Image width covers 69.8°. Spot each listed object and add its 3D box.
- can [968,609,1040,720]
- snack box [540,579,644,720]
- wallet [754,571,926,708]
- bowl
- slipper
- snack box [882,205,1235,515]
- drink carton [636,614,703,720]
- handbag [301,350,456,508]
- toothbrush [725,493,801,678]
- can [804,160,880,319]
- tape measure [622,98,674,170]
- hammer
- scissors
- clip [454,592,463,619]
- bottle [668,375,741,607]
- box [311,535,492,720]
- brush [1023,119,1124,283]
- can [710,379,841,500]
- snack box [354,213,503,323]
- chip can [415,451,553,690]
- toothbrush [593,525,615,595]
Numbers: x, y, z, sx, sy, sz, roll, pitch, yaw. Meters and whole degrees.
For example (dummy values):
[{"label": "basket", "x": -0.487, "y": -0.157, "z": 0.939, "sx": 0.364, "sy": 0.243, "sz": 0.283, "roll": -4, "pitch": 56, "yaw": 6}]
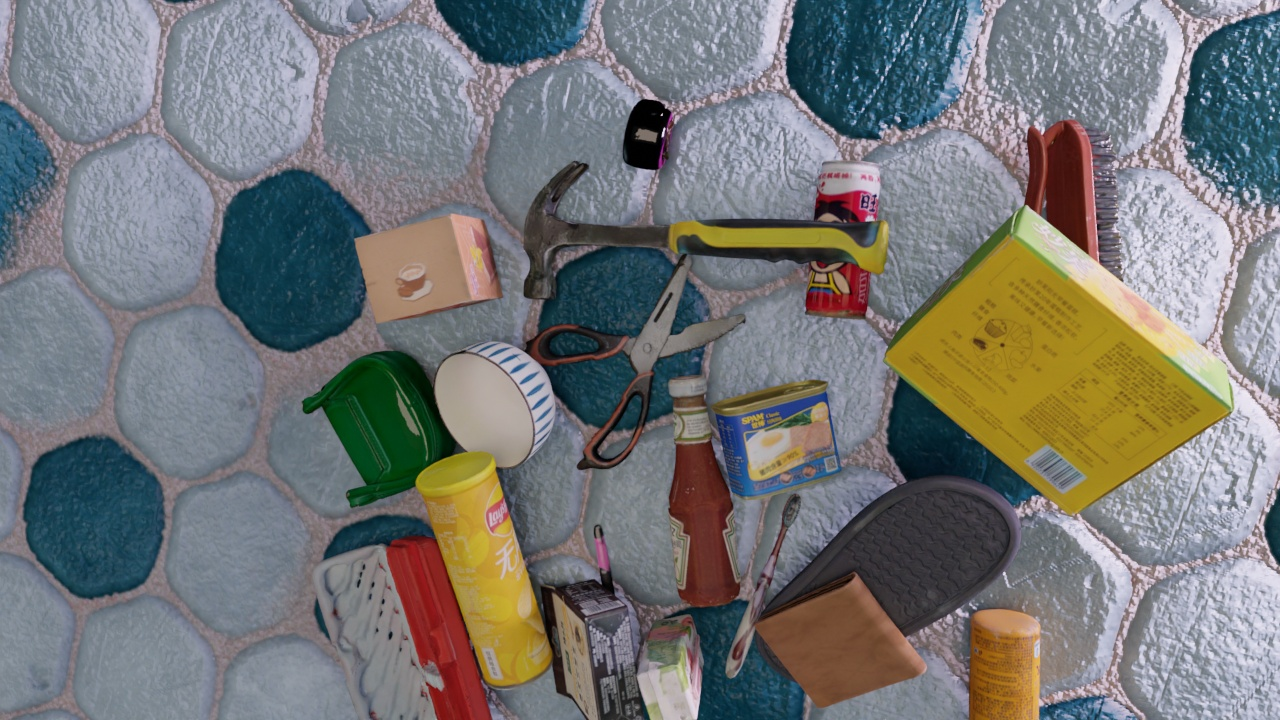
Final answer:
[{"label": "can", "x": 0.320, "y": 0.297, "z": 0.809, "sx": 0.058, "sy": 0.058, "sz": 0.146, "roll": -1, "pitch": 96, "yaw": 8}, {"label": "snack box", "x": -0.045, "y": 0.268, "z": 0.841, "sx": 0.053, "sy": 0.126, "sz": 0.113, "roll": -9, "pitch": 95, "yaw": -18}, {"label": "wallet", "x": 0.170, "y": 0.245, "z": 0.794, "sx": 0.116, "sy": 0.020, "sz": 0.101, "roll": -35, "pitch": 93, "yaw": 34}, {"label": "bowl", "x": -0.123, "y": 0.033, "z": 0.834, "sx": 0.116, "sy": 0.066, "sz": 0.117, "roll": 17, "pitch": 123, "yaw": 28}, {"label": "slipper", "x": 0.209, "y": 0.184, "z": 0.811, "sx": 0.110, "sy": 0.083, "sz": 0.269, "roll": 45, "pitch": 118, "yaw": 4}, {"label": "snack box", "x": 0.330, "y": 0.003, "z": 0.741, "sx": 0.210, "sy": 0.069, "sz": 0.158, "roll": 40, "pitch": 129, "yaw": 3}, {"label": "drink carton", "x": 0.030, "y": 0.273, "z": 0.816, "sx": 0.045, "sy": 0.122, "sz": 0.053, "roll": -17, "pitch": 92, "yaw": 8}, {"label": "handbag", "x": -0.247, "y": 0.063, "z": 0.863, "sx": 0.120, "sy": 0.068, "sz": 0.131, "roll": -30, "pitch": 90, "yaw": 11}, {"label": "toothbrush", "x": 0.114, "y": 0.211, "z": 0.851, "sx": 0.016, "sy": 0.017, "sz": 0.187, "roll": 20, "pitch": 97, "yaw": 6}, {"label": "can", "x": 0.175, "y": -0.103, "z": 0.794, "sx": 0.053, "sy": 0.053, "sz": 0.133, "roll": 6, "pitch": 96, "yaw": 7}, {"label": "tape measure", "x": 0.009, "y": -0.197, "z": 0.807, "sx": 0.039, "sy": 0.057, "sz": 0.058, "roll": 14, "pitch": 89, "yaw": 5}, {"label": "hammer", "x": 0.047, "y": -0.109, "z": 0.794, "sx": 0.324, "sy": 0.031, "sz": 0.126, "roll": 4, "pitch": 95, "yaw": 20}, {"label": "scissors", "x": -0.009, "y": 0.004, "z": 0.850, "sx": 0.226, "sy": 0.015, "sz": 0.189, "roll": -7, "pitch": 94, "yaw": 9}, {"label": "clip", "x": -0.162, "y": 0.222, "z": 0.892, "sx": 0.027, "sy": 0.043, "sz": 0.058, "roll": 40, "pitch": 95, "yaw": 4}, {"label": "bottle", "x": 0.052, "y": 0.117, "z": 0.829, "sx": 0.060, "sy": 0.059, "sz": 0.206, "roll": -6, "pitch": 95, "yaw": 8}, {"label": "box", "x": -0.223, "y": 0.272, "z": 0.884, "sx": 0.155, "sy": 0.073, "sz": 0.201, "roll": -15, "pitch": 94, "yaw": 22}, {"label": "brush", "x": 0.353, "y": -0.126, "z": 0.761, "sx": 0.069, "sy": 0.063, "sz": 0.146, "roll": -5, "pitch": 94, "yaw": -5}, {"label": "can", "x": 0.120, "y": 0.069, "z": 0.806, "sx": 0.102, "sy": 0.057, "sz": 0.083, "roll": -13, "pitch": 96, "yaw": -14}, {"label": "snack box", "x": -0.188, "y": -0.082, "z": 0.827, "sx": 0.093, "sy": 0.094, "sz": 0.077, "roll": -12, "pitch": 94, "yaw": 9}, {"label": "chip can", "x": -0.138, "y": 0.192, "z": 0.833, "sx": 0.072, "sy": 0.072, "sz": 0.213, "roll": -11, "pitch": 107, "yaw": 9}, {"label": "toothbrush", "x": -0.025, "y": 0.250, "z": 0.876, "sx": 0.014, "sy": 0.018, "sz": 0.189, "roll": -10, "pitch": 93, "yaw": -1}]
